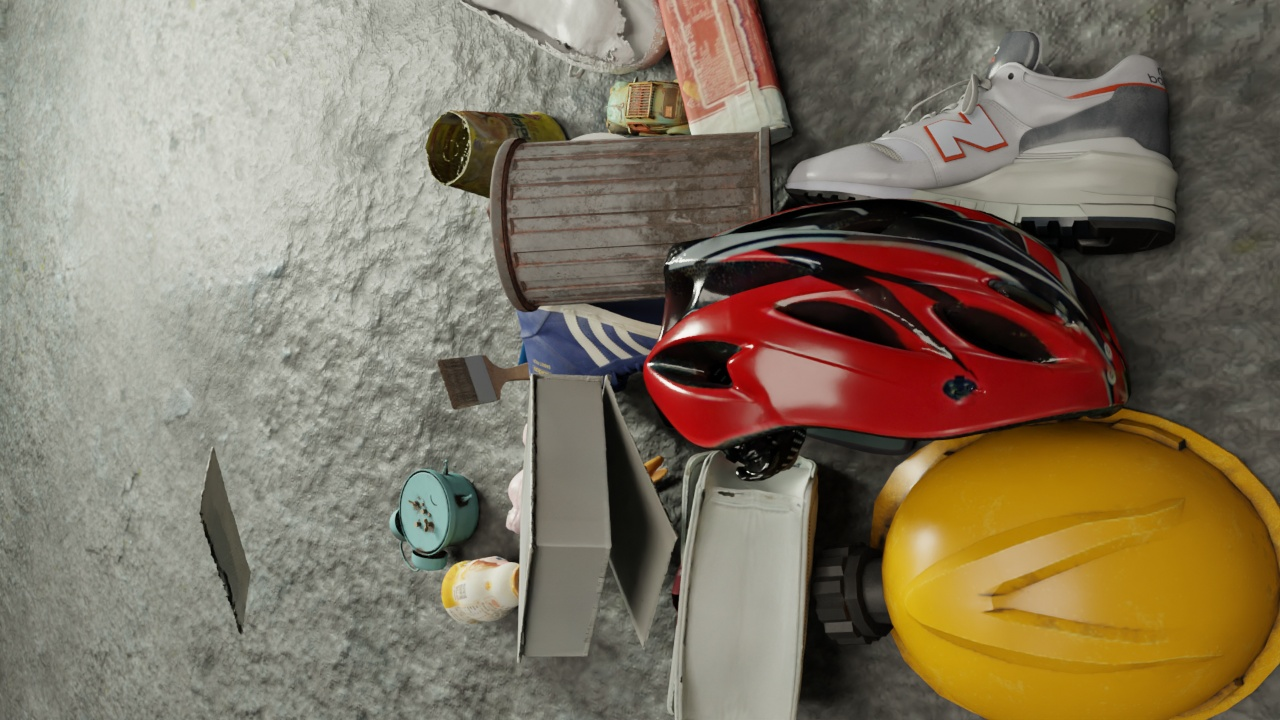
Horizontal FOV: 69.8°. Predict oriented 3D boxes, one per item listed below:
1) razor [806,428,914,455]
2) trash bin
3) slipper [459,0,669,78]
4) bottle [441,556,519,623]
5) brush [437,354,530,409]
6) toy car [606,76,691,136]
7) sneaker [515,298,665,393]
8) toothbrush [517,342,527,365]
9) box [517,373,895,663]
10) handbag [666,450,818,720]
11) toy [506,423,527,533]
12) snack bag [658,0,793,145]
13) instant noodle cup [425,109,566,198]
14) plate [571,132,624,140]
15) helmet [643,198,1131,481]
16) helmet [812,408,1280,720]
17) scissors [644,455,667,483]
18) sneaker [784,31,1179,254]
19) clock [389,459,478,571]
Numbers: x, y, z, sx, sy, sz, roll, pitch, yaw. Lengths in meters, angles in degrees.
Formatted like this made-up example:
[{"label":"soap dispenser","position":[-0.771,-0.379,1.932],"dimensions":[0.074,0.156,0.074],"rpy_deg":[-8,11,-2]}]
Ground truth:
[{"label":"razor","position":[0.132,0.040,0.676],"dimensions":[0.143,0.052,0.047],"rpy_deg":[15,101,31]},{"label":"trash bin","position":[-0.008,-0.105,0.685],"dimensions":[0.211,0.130,0.131],"rpy_deg":[-2,87,10]},{"label":"slipper","position":[-0.071,-0.321,0.836],"dimensions":[0.247,0.074,0.112],"rpy_deg":[30,122,30]},{"label":"bottle","position":[-0.144,0.222,0.897],"dimensions":[0.109,0.063,0.063],"rpy_deg":[-19,76,39]},{"label":"brush","position":[-0.118,0.012,0.825],"dimensions":[0.008,0.142,0.045],"rpy_deg":[-28,79,38]},{"label":"toy car","position":[0.007,-0.218,0.784],"dimensions":[0.112,0.047,0.047],"rpy_deg":[10,95,37]},{"label":"sneaker","position":[-0.006,0.003,0.767],"dimensions":[0.233,0.091,0.118],"rpy_deg":[13,116,23]},{"label":"toothbrush","position":[-0.097,-0.070,0.893],"dimensions":[0.014,0.014,0.168],"rpy_deg":[21,104,28]},{"label":"box","position":[0.081,0.105,0.767],"dimensions":[0.169,0.403,0.171],"rpy_deg":[101,154,-45]},{"label":"handbag","position":[0.074,0.165,0.659],"dimensions":[0.096,0.142,0.198],"rpy_deg":[4,91,11]},{"label":"toy","position":[-0.093,0.112,0.867],"dimensions":[0.064,0.047,0.110],"rpy_deg":[17,93,42]},{"label":"snack bag","position":[0.060,-0.270,0.737],"dimensions":[0.078,0.041,0.225],"rpy_deg":[-18,78,23]},{"label":"instant noodle cup","position":[-0.140,-0.195,0.872],"dimensions":[0.102,0.108,0.102],"rpy_deg":[2,92,41]},{"label":"plate","position":[-0.043,-0.135,0.806],"dimensions":[0.135,0.011,0.134],"rpy_deg":[-1,87,20]},{"label":"helmet","position":[0.138,-0.009,0.540],"dimensions":[0.272,0.217,0.167],"rpy_deg":[0,90,14]},{"label":"helmet","position":[0.224,0.129,0.533],"dimensions":[0.256,0.131,0.205],"rpy_deg":[-16,78,39]},{"label":"scissors","position":[-0.018,0.122,0.822],"dimensions":[0.131,0.013,0.070],"rpy_deg":[-28,71,38]},{"label":"sneaker","position":[0.216,-0.142,0.583],"dimensions":[0.240,0.088,0.124],"rpy_deg":[14,89,32]},{"label":"clock","position":[-0.220,0.170,0.971],"dimensions":[0.090,0.053,0.124],"rpy_deg":[48,118,32]}]
